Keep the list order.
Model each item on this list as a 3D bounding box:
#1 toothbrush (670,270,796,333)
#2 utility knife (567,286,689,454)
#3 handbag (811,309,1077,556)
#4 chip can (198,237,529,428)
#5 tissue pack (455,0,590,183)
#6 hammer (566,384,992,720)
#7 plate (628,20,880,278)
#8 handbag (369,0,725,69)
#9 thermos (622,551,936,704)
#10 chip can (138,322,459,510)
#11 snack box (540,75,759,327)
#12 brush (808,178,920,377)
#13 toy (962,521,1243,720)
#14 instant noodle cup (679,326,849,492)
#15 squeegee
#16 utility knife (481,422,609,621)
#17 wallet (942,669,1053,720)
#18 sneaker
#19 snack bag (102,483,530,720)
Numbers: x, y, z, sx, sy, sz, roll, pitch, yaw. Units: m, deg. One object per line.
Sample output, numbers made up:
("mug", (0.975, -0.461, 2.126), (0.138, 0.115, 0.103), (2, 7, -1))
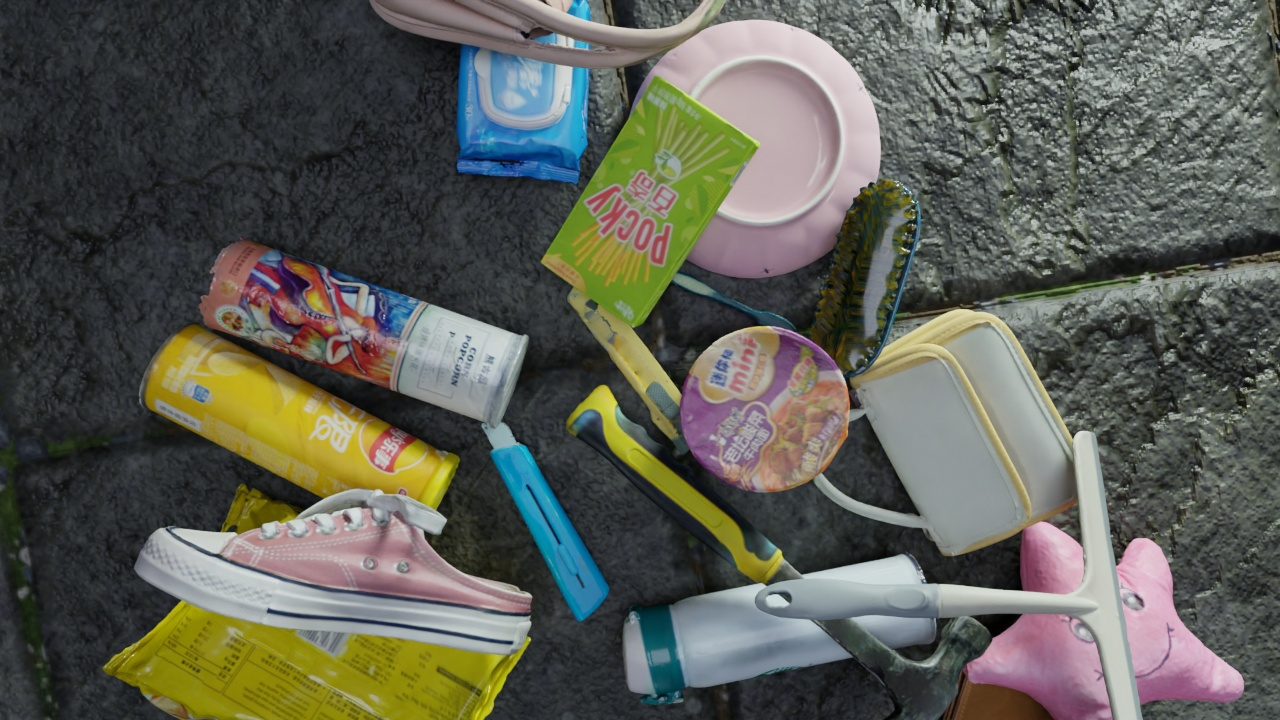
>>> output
("toothbrush", (0.030, -0.061, 0.688), (0.191, 0.018, 0.016), (25, 92, -1))
("utility knife", (-0.004, 0.004, 0.691), (0.031, 0.018, 0.151), (-38, 89, -6))
("handbag", (0.217, 0.066, 0.681), (0.179, 0.063, 0.163), (-28, 92, 3))
("chip can", (-0.192, -0.020, 0.652), (0.214, 0.071, 0.071), (19, 91, -2))
("tissue pack", (-0.082, -0.209, 0.656), (0.095, 0.052, 0.157), (3, 92, -3))
("hammer", (0.075, 0.136, 0.644), (0.323, 0.032, 0.126), (39, 77, 13))
("plate", (0.085, -0.157, 0.672), (0.192, 0.039, 0.192), (0, 93, -2))
("handbag", (-0.052, -0.284, 0.610), (0.234, 0.093, 0.193), (24, 70, -5))
("thermos", (0.097, 0.199, 0.675), (0.224, 0.073, 0.073), (-11, 93, -1))
("chip can", (-0.239, 0.053, 0.653), (0.213, 0.072, 0.072), (27, 91, -3))
("snack box", (0.005, -0.109, 0.648), (0.086, 0.026, 0.156), (36, 107, 6))
("brush", (0.163, -0.057, 0.663), (0.055, 0.073, 0.144), (17, 95, 18))
("toy", (0.324, 0.199, 0.674), (0.194, 0.075, 0.178), (-20, 67, -14))
("instant noodle cup", (0.081, 0.029, 0.648), (0.111, 0.099, 0.111), (0, 95, 0))
("squeegee", (0.199, 0.156, 0.594), (0.246, 0.039, 0.246), (1, 68, 1))
("utility knife", (-0.073, 0.117, 0.689), (0.034, 0.018, 0.166), (-29, 92, 0))
("wallet", (0.297, 0.288, 0.703), (0.130, 0.035, 0.119), (20, 90, -3))
("sneaker", (-0.181, 0.124, 0.580), (0.241, 0.118, 0.087), (15, 80, -16))
("snack bag", (-0.210, 0.205, 0.633), (0.246, 0.068, 0.157), (30, 62, -2))
